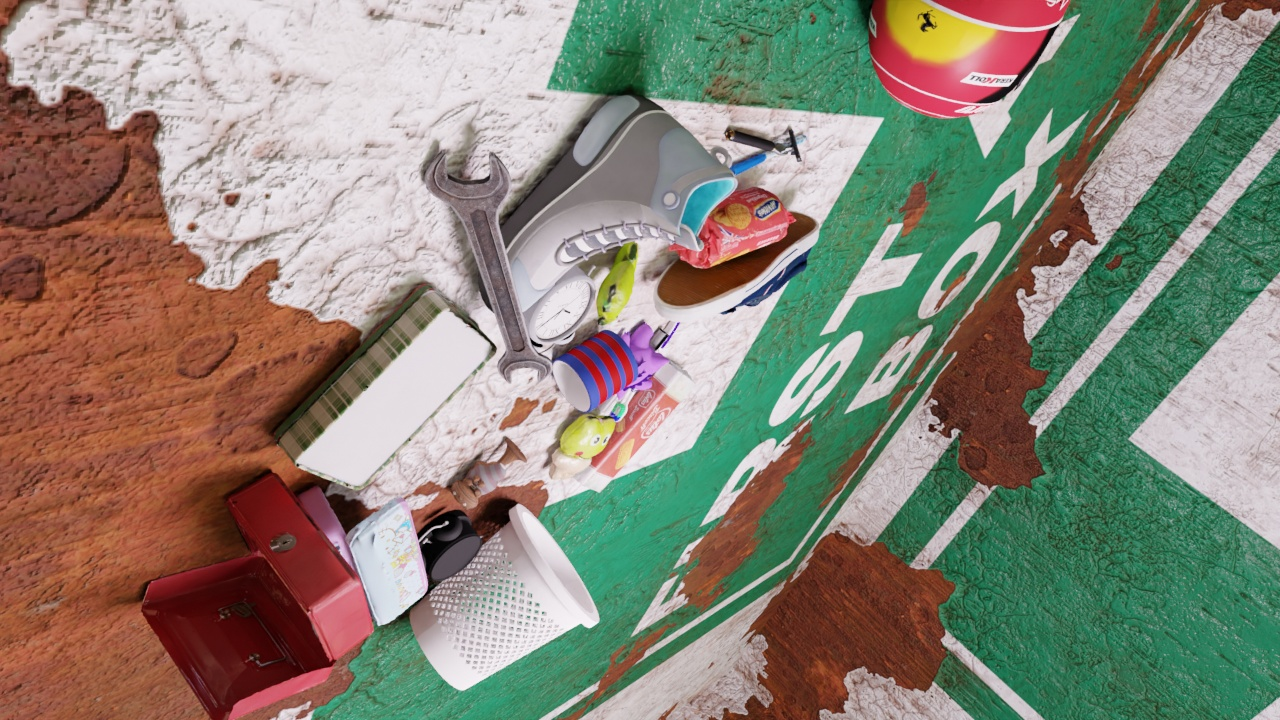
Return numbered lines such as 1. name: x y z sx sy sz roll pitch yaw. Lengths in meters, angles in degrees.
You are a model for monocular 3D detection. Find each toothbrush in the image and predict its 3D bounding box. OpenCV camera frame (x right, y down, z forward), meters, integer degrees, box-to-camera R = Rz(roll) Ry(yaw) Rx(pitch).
1. toothbrush: 0.006 0.014 1.283 0.016 0.015 0.187 1 127 -52

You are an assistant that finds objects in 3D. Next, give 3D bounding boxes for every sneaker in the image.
1. sneaker: 0.123 -0.096 1.207 0.293 0.121 0.127 -30 137 -38
2. sneaker: -0.030 -0.116 0.868 0.257 0.160 0.093 -51 155 5

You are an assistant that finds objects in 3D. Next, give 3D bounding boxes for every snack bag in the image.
1. snack bag: 0.110 -0.166 1.116 0.176 0.082 0.082 -24 147 -40
2. snack bag: -0.010 0.098 1.353 0.225 0.041 0.077 -47 153 4

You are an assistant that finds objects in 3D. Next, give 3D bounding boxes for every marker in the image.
1. marker: 0.159 -0.256 1.136 0.141 0.013 0.013 -30 150 -33
2. marker: -0.011 0.015 1.255 0.140 0.016 0.016 -51 155 8

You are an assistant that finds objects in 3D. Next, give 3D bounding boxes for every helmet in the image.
1. helmet: 0.376 -0.397 1.057 0.270 0.198 0.225 -34 153 -44

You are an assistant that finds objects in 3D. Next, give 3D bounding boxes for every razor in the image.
1. razor: 0.145 -0.261 1.096 0.022 0.042 0.144 -22 169 41

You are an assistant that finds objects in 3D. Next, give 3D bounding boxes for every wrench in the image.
1. wrench: -0.131 -0.075 0.842 0.070 0.010 0.274 -13 133 -2

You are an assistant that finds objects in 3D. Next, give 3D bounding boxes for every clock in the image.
1. clock: -0.252 0.236 1.166 0.091 0.042 0.120 -47 155 -1
2. clock: -0.096 -0.053 1.001 0.094 0.035 0.123 -21 143 -43

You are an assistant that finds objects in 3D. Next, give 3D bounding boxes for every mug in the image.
1. mug: -0.062 0.018 1.130 0.076 0.075 0.112 -33 178 -28

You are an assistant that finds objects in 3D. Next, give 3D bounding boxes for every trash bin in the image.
1. trash bin: -0.194 0.335 1.259 0.199 0.195 0.195 -36 154 -3

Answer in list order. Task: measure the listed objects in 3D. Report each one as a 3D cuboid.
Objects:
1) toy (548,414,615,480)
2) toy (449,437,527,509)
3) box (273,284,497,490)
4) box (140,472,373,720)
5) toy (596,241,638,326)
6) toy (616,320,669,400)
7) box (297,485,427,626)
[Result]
1. toy: -0.085 0.121 1.263 0.118 0.043 0.092 -53 156 16
2. toy: -0.192 0.144 1.130 0.102 0.041 0.054 -41 178 5
3. box: -0.240 0.027 0.878 0.205 0.050 0.117 -47 152 -2
4. box: -0.339 0.208 0.861 0.151 0.157 0.165 -2 127 -60
5. toy: -0.024 -0.088 1.027 0.093 0.036 0.094 -76 -171 -59
6. toy: -0.008 0.007 1.200 0.088 0.056 0.106 -32 131 -8
7. box: -0.291 0.204 0.994 0.092 0.089 0.215 -27 149 -24
